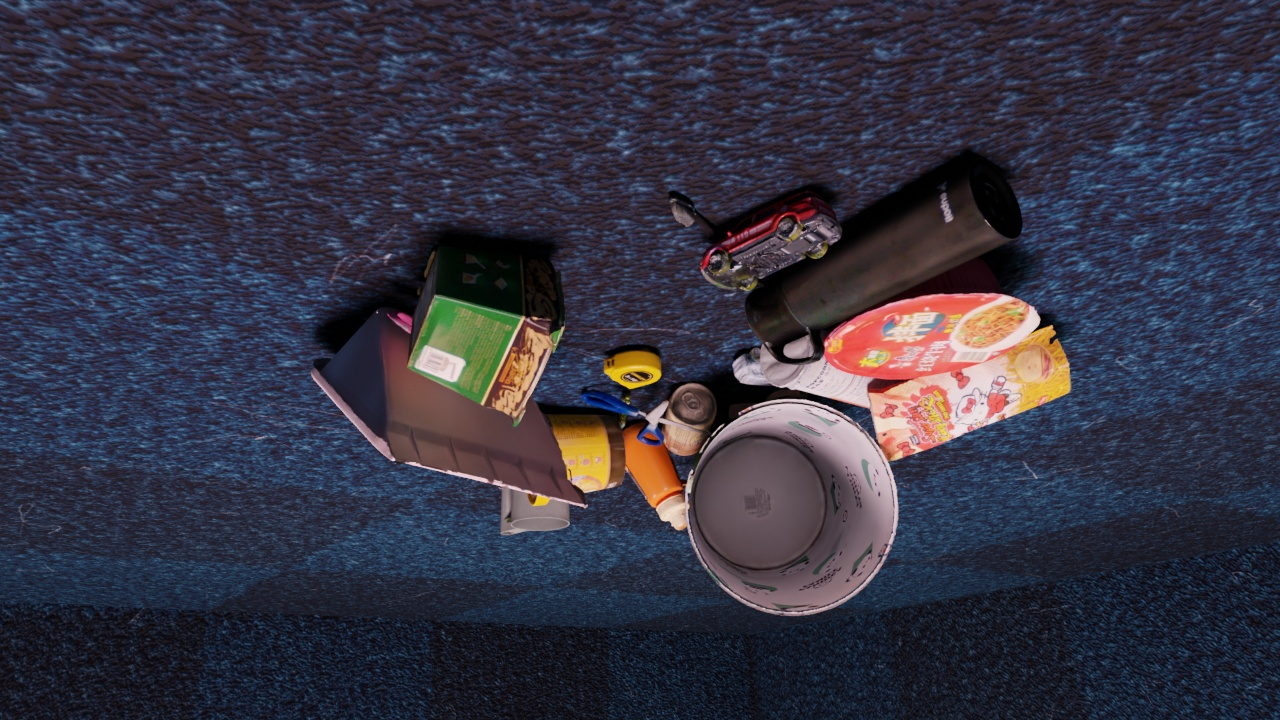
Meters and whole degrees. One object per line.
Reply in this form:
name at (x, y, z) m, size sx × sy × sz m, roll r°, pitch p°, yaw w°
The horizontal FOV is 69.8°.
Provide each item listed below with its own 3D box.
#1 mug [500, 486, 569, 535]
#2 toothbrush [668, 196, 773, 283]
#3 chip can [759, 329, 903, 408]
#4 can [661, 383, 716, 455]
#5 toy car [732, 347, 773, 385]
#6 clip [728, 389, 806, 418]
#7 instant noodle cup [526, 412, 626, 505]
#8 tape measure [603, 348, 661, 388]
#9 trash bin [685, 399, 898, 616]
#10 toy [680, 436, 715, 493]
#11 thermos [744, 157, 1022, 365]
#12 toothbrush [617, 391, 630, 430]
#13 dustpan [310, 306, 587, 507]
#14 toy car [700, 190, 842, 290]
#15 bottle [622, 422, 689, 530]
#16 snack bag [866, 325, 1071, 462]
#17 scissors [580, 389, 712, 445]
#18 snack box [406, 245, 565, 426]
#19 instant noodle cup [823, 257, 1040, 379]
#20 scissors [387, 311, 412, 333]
mug at (-0.158, 0.190, 1.324) m, size 0.124 × 0.103 × 0.083 m, roll -20°, pitch 152°, yaw 37°
toothbrush at (0.074, -0.096, 0.787) m, size 0.014 × 0.016 × 0.189 m, roll -18°, pitch 154°, yaw 28°
chip can at (0.230, 0.013, 0.991) m, size 0.214 × 0.071 × 0.071 m, roll 14°, pitch 152°, yaw -35°
can at (0.059, 0.074, 1.131) m, size 0.058 × 0.058 × 0.116 m, roll -1°, pitch 157°, yaw -4°
toy car at (0.148, 0.009, 1.022) m, size 0.090 × 0.034 × 0.043 m, roll 2°, pitch 153°, yaw -16°
clip at (0.163, 0.061, 1.151) m, size 0.070 × 0.034 × 0.100 m, roll 18°, pitch 158°, yaw -41°
instant noodle cup at (-0.086, 0.118, 1.158) m, size 0.114 × 0.118 × 0.119 m, roll -4°, pitch 159°, yaw -19°
tape measure at (-0.006, 0.006, 1.001) m, size 0.057 × 0.028 × 0.060 m, roll -15°, pitch 154°, yaw 29°
trash bin at (0.162, 0.173, 1.105) m, size 0.229 × 0.229 × 0.252 m, roll -3°, pitch 172°, yaw 0°
toy at (0.156, 0.170, 1.333) m, size 0.227 × 0.089 × 0.246 m, roll -16°, pitch 151°, yaw 26°
thermos at (0.195, -0.069, 0.767) m, size 0.068 × 0.090 × 0.243 m, roll 0°, pitch 159°, yaw -39°
toothbrush at (-0.027, 0.080, 1.189) m, size 0.017 × 0.012 × 0.186 m, roll -42°, pitch 166°, yaw -20°
dustpan at (-0.204, 0.065, 0.898) m, size 0.222 × 0.273 × 0.139 m, roll 25°, pitch 120°, yaw -40°
toy car at (0.104, -0.097, 0.750) m, size 0.121 × 0.045 × 0.053 m, roll -26°, pitch 147°, yaw 32°
bottle at (0.022, 0.153, 1.191) m, size 0.066 × 0.149 × 0.067 m, roll -22°, pitch 152°, yaw -13°
snack bag at (0.348, 0.037, 0.988) m, size 0.208 × 0.073 × 0.129 m, roll -23°, pitch 136°, yaw 3°
scissors at (0.006, 0.069, 1.083) m, size 0.176 × 0.012 × 0.162 m, roll 18°, pitch 157°, yaw 17°
snack box at (-0.135, -0.029, 0.773) m, size 0.105 × 0.117 × 0.118 m, roll 15°, pitch 123°, yaw -20°
instant noodle cup at (0.267, -0.045, 0.867) m, size 0.194 × 0.065 × 0.194 m, roll -1°, pitch 157°, yaw -1°
scissors at (-0.176, -0.013, 0.848) m, size 0.133 × 0.017 × 0.133 m, roll 34°, pitch -173°, yaw -24°
